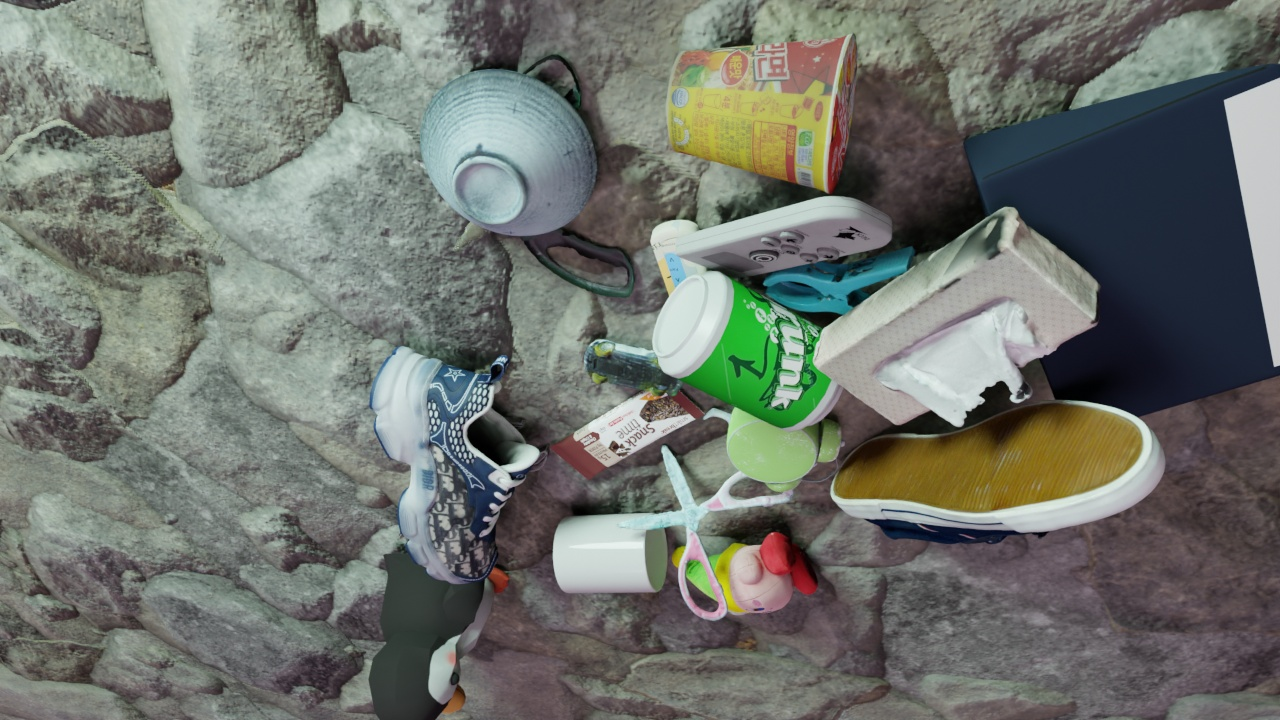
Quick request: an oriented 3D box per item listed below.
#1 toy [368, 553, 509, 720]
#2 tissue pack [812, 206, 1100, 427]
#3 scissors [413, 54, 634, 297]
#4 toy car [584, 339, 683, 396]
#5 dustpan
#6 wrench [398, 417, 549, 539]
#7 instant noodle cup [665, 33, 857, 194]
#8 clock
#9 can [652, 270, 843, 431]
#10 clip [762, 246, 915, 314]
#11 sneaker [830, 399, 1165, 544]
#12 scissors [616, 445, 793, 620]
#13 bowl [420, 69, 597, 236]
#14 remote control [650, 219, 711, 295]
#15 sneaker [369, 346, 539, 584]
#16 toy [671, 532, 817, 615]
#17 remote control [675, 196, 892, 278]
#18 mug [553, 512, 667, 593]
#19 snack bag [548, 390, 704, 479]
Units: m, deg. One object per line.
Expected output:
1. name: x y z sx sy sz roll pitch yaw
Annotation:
1. toy: -0.245 0.310 1.009 0.140 0.183 0.160 29 132 -17
2. tissue pack: 0.214 -0.014 0.632 0.104 0.071 0.182 36 138 -14
3. scissors: -0.073 -0.137 0.713 0.201 0.015 0.206 24 131 -10
4. toy car: -0.005 0.005 0.804 0.090 0.027 0.039 13 128 5
5. dustpan: 0.304 -0.062 0.657 0.274 0.080 0.236 -21 122 21
6. wrench: -0.184 0.141 0.975 0.070 0.010 0.274 35 129 -15
7. instant noodle cup: 0.079 -0.167 0.604 0.112 0.100 0.100 11 131 16
8. clock: 0.124 0.072 0.820 0.119 0.042 0.095 32 130 -14
9. can: 0.086 -0.006 0.720 0.140 0.087 0.088 26 131 -22
10. clip: 0.149 -0.059 0.693 0.116 0.026 0.097 10 139 27
11. sneaker: 0.287 0.108 0.719 0.127 0.120 0.295 40 155 -12
12. scissors: 0.068 0.154 0.870 0.177 0.013 0.170 -22 82 3
13. bowl: -0.104 -0.136 0.672 0.137 0.057 0.137 6 130 7
14. remote control: 0.042 -0.059 0.748 0.038 0.018 0.126 -6 129 18
15. sneaker: -0.157 0.109 0.876 0.132 0.103 0.270 -1 121 12
16. toy: 0.105 0.217 0.937 0.132 0.096 0.124 -29 147 19
17. remote control: 0.102 -0.084 0.656 0.074 0.019 0.151 14 164 -42
18. mug: -0.024 0.203 0.952 0.097 0.078 0.112 -5 156 18
19. snack bag: -0.016 0.068 0.870 0.158 0.013 0.057 -32 117 33
